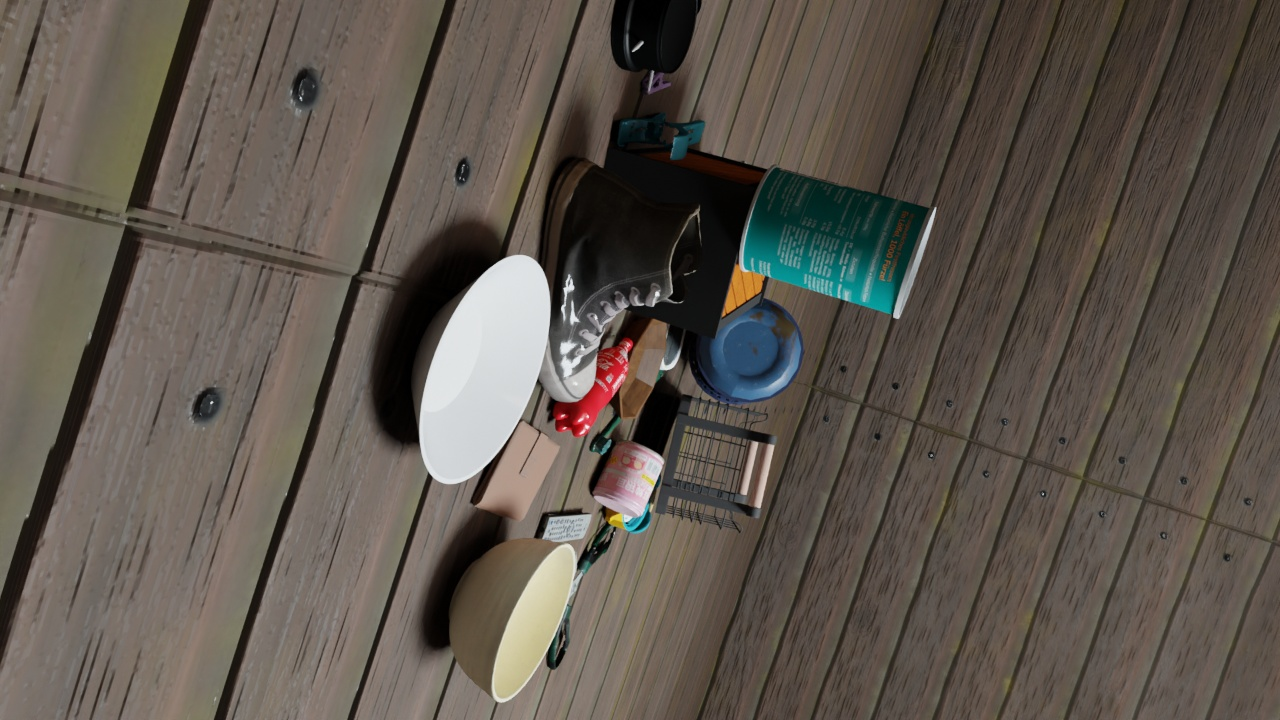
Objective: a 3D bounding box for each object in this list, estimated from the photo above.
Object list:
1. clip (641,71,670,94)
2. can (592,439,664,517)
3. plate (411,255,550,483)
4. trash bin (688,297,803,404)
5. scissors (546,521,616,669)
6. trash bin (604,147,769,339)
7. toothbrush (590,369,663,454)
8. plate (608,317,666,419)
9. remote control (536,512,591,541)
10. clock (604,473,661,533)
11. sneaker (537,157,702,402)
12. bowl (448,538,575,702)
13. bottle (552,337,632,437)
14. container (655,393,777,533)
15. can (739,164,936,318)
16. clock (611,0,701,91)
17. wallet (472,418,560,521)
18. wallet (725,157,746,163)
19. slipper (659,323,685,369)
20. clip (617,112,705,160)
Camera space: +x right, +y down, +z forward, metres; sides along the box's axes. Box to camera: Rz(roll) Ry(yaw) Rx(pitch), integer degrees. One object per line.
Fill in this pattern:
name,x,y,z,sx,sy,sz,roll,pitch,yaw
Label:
clip,0.015,-0.264,0.865,0.050,0.013,0.029,-53,155,-40
can,-0.015,0.145,1.125,0.067,0.067,0.076,70,42,-65
plate,-0.125,0.002,0.672,0.174,0.036,0.174,20,89,-73
trash bin,0.135,-0.010,1.202,0.249,0.139,0.139,34,76,-87
scissors,-0.082,0.305,1.184,0.201,0.015,0.206,-37,145,-62
trash bin,0.051,-0.125,0.905,0.171,0.140,0.140,-33,139,-64
toothbrush,-0.012,0.060,1.127,0.189,0.017,0.016,-49,152,-51
plate,-0.007,0.007,1.070,0.131,0.025,0.131,20,89,-73
remote control,-0.086,0.190,1.043,0.136,0.013,0.033,25,85,-73
clock,-0.008,0.183,1.229,0.129,0.044,0.099,18,86,-65
sneaker,-0.021,-0.049,0.803,0.095,0.120,0.235,-43,151,-57
bowl,-0.127,0.227,0.847,0.150,0.075,0.151,-57,159,-37
bottle,-0.044,0.022,0.943,0.141,0.042,0.042,-55,157,-43
container,0.103,0.142,1.282,0.241,0.130,0.162,62,41,-85
can,0.173,-0.106,0.810,0.099,0.144,0.099,20,89,-73
clock,0.019,-0.300,0.780,0.091,0.042,0.120,49,62,-71
wallet,-0.115,0.105,0.860,0.087,0.013,0.121,-63,162,-9
wallet,0.087,-0.168,1.030,0.037,0.115,0.118,19,90,-35
slipper,0.077,-0.109,1.148,0.264,0.063,0.111,-71,164,9
clip,0.004,-0.217,0.863,0.130,0.120,0.030,-90,-173,-66
